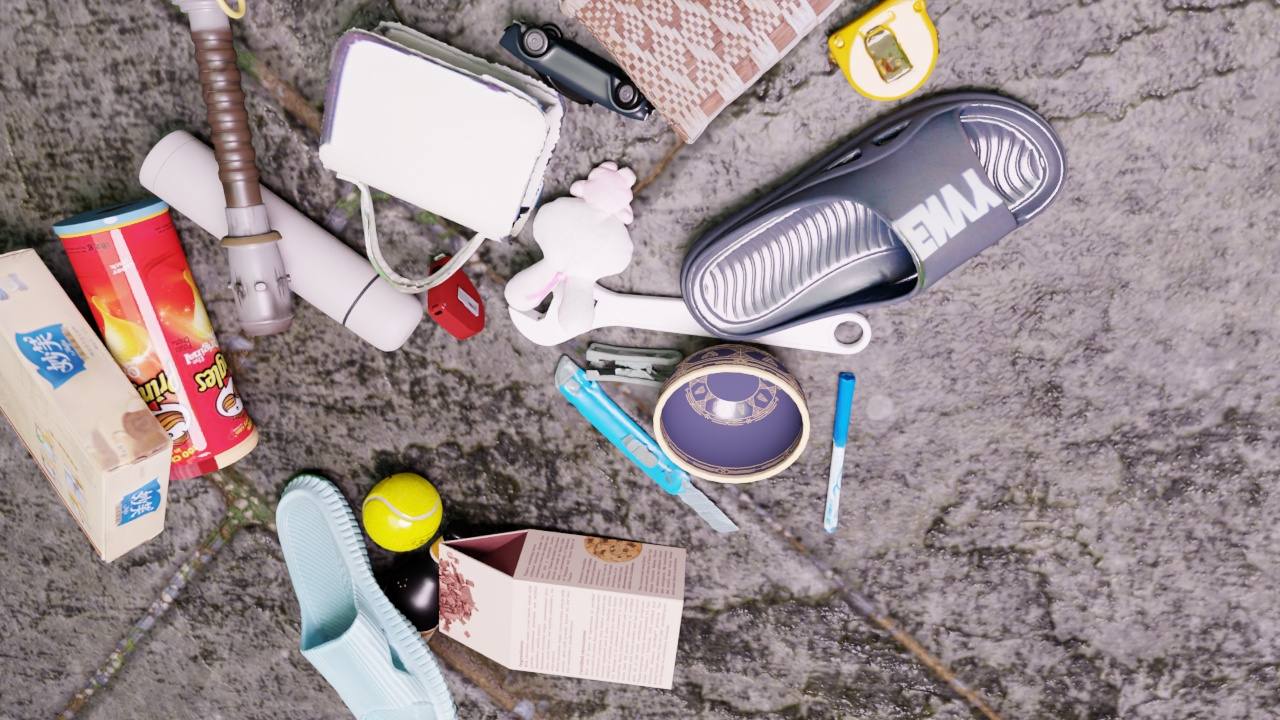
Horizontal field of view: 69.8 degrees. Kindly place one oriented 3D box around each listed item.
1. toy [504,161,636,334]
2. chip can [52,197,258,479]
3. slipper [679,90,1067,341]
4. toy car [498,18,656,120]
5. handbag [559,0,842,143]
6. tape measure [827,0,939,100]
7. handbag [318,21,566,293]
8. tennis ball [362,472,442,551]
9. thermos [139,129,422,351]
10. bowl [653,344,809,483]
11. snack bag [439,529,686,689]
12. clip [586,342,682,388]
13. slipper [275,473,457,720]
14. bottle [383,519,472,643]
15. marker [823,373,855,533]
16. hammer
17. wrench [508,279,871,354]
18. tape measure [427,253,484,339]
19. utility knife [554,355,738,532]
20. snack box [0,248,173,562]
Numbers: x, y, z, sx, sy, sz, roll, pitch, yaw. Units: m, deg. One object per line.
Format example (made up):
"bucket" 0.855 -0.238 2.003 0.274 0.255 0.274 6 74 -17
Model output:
"toy" -0.043 -0.084 0.662 0.076 0.037 0.125 25 89 11
"chip can" -0.386 -0.016 0.739 0.087 0.086 0.213 -6 112 13
"slipper" 0.147 -0.087 0.606 0.268 0.083 0.111 -25 106 16
"toy car" -0.040 -0.192 0.616 0.112 0.046 0.034 29 115 -2
"handbag" 0.054 -0.239 0.555 0.186 0.047 0.124 -42 105 9
"tape measure" 0.158 -0.196 0.586 0.068 0.030 0.059 -29 104 22
"handbag" -0.147 -0.131 0.648 0.151 0.073 0.176 22 116 -1
"tennis ball" -0.203 0.129 0.783 0.065 0.065 0.065 4 115 9
"thermos" -0.269 -0.087 0.703 0.224 0.052 0.052 36 115 -7
"bowl" 0.068 0.030 0.685 0.112 0.061 0.113 4 129 5
"snack bag" -0.070 0.207 0.782 0.206 0.069 0.094 7 115 2
"clip" -0.004 0.004 0.713 0.076 0.023 0.043 5 117 10
"slipper" -0.252 0.226 0.784 0.116 0.069 0.276 -36 79 34
"bottle" -0.199 0.211 0.823 0.059 0.059 0.182 32 116 -5
"marker" 0.156 0.076 0.721 0.013 0.013 0.142 4 116 8
"hammer" -0.280 -0.177 0.615 0.190 0.100 0.325 -1 107 11
"wrench" 0.035 -0.033 0.692 0.273 0.018 0.066 6 116 7
"tape measure" -0.139 -0.047 0.702 0.019 0.058 0.051 -24 138 19
"utility knife" 0.005 0.074 0.748 0.207 0.015 0.031 43 119 -11
"snack box" -0.454 0.038 0.730 0.207 0.055 0.154 49 136 12
